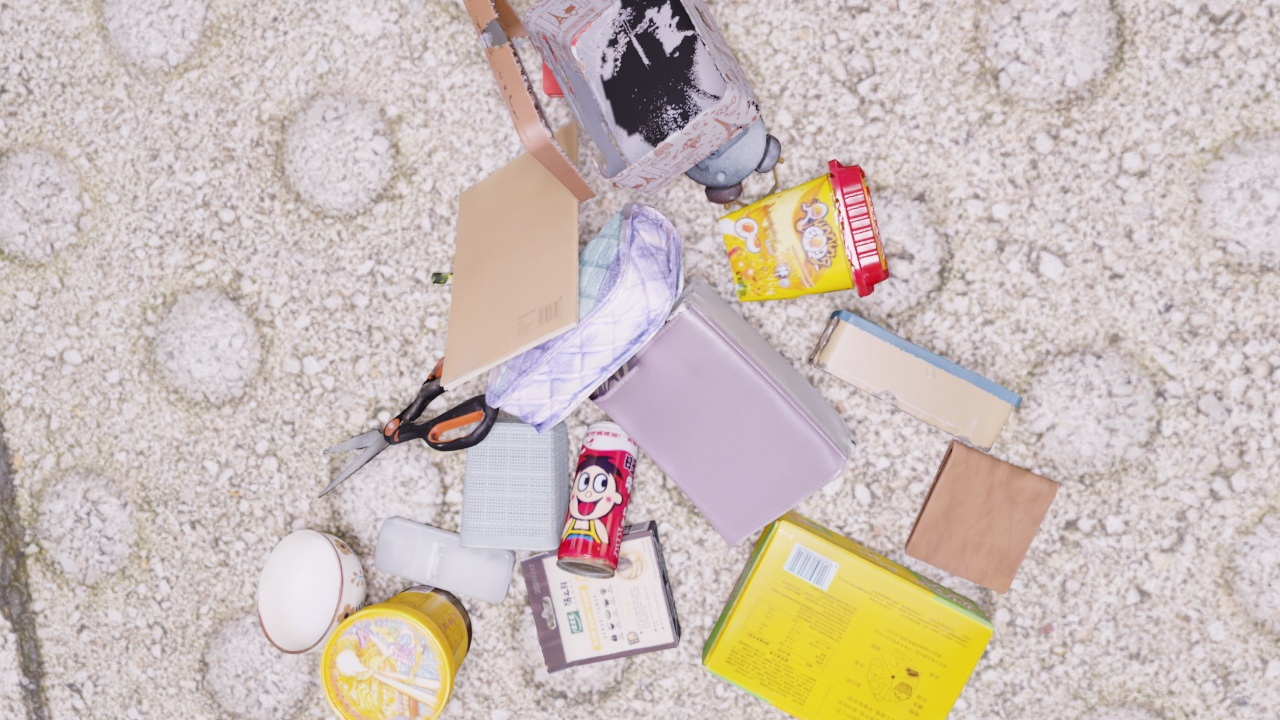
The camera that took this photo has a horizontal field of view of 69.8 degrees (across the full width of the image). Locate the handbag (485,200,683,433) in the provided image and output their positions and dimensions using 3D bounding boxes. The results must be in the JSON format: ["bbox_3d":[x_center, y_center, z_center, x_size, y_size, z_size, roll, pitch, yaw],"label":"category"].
[{"bbox_3d":[-0.047,-0.032,0.777,0.075,0.134,0.194,33,126,-24],"label":"handbag"}]

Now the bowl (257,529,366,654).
[{"bbox_3d":[-0.304,0.221,0.877,0.114,0.062,0.113,-9,72,27],"label":"bowl"}]

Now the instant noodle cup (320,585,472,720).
[{"bbox_3d":[-0.217,0.270,0.852,0.118,0.114,0.118,1,94,7],"label":"instant noodle cup"}]

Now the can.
[{"bbox_3d":[-0.037,0.124,0.825,0.053,0.053,0.132,9,64,6],"label":"can"}]

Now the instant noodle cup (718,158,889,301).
[{"bbox_3d":[0.141,-0.102,0.795,0.124,0.116,0.116,-14,93,18],"label":"instant noodle cup"}]

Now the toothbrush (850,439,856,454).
[{"bbox_3d":[0.127,0.028,0.848,0.181,0.018,0.016,39,101,4],"label":"toothbrush"}]

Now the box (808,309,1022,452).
[{"bbox_3d":[0.239,0.019,0.798,0.184,0.089,0.060,25,95,2],"label":"box"}]

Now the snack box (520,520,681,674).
[{"bbox_3d":[-0.035,0.221,0.859,0.126,0.053,0.113,-13,92,8],"label":"snack box"}]

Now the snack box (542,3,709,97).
[{"bbox_3d":[-0.013,-0.281,0.837,0.153,0.025,0.075,0,95,7],"label":"snack box"}]

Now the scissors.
[{"bbox_3d":[-0.210,0.058,0.844,0.221,0.211,0.021,-51,129,-10],"label":"scissors"}]

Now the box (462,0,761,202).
[{"bbox_3d":[-0.038,-0.240,0.707,0.157,0.193,0.183,-32,76,23],"label":"box"}]

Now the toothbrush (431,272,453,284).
[{"bbox_3d":[-0.108,-0.072,0.869,0.186,0.012,0.017,2,99,6],"label":"toothbrush"}]

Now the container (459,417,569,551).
[{"bbox_3d":[-0.113,0.110,0.845,0.090,0.090,0.111,1,91,6],"label":"container"}]

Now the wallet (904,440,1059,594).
[{"bbox_3d":[0.308,0.143,0.833,0.101,0.020,0.115,23,99,4],"label":"wallet"}]

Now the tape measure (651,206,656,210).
[{"bbox_3d":[0.002,-0.097,0.838,0.065,0.033,0.066,-32,89,-4],"label":"tape measure"}]

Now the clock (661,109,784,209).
[{"bbox_3d":[0.075,-0.188,0.814,0.082,0.055,0.122,-39,105,12],"label":"clock"}]

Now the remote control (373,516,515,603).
[{"bbox_3d":[-0.190,0.193,0.891,0.136,0.020,0.056,14,96,5],"label":"remote control"}]

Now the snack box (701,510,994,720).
[{"bbox_3d":[0.182,0.249,0.828,0.210,0.070,0.158,26,96,4],"label":"snack box"}]

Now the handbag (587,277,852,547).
[{"bbox_3d":[0.068,0.047,0.805,0.197,0.098,0.145,45,113,-6],"label":"handbag"}]

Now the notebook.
[{"bbox_3d":[-0.109,-0.091,0.779,0.150,0.012,0.211,-24,53,32],"label":"notebook"}]
